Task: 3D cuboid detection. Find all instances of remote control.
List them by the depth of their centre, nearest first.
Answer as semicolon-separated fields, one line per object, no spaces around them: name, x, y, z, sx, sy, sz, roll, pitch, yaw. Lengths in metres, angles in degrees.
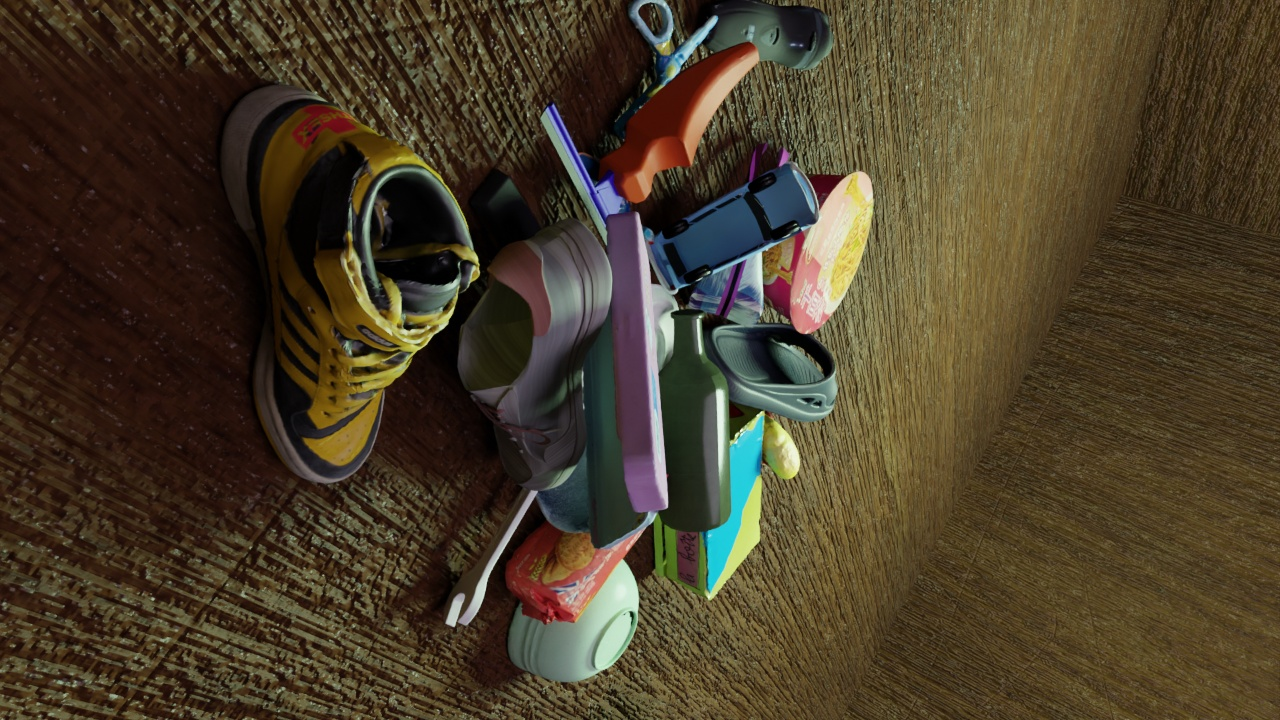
remote control;-0.080;-0.082;0.661;0.032;0.015;0.136;-56;150;-16

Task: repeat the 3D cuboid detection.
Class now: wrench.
wrench;-0.085;0.096;0.747;0.009;0.047;0.273;32;86;-26

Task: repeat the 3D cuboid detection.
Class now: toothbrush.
toothbrush;-0.019;-0.126;0.726;0.021;0.017;0.135;-65;152;-9

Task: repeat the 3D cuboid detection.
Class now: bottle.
bottle;0.048;0.055;0.870;0.071;0.072;0.207;-21;112;-52

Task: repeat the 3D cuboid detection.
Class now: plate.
plate;-0.005;0.005;0.851;0.156;0.014;0.157;-39;142;-40

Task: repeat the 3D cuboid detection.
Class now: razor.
razor;0.108;-0.274;0.772;0.140;0.064;0.053;-13;122;-42

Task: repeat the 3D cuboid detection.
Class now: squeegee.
squeegee;0.021;-0.172;0.689;0.184;0.055;0.250;-46;154;-8

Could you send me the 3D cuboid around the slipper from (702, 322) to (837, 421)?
slipper;0.154;-0.003;0.997;0.083;0.110;0.267;-40;153;24

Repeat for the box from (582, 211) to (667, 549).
box;-0.012;0.014;0.658;0.149;0.051;0.213;116;-26;-55

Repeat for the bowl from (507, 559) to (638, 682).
bowl;-0.053;0.254;0.902;0.150;0.077;0.151;-39;143;-38

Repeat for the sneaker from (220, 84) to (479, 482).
sneaker;-0.148;-0.016;0.492;0.085;0.122;0.239;-33;137;-42

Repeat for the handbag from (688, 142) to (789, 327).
handbag;0.103;-0.124;0.876;0.144;0.068;0.170;84;23;-83

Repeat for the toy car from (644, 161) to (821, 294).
toy car;0.078;-0.111;0.774;0.056;0.154;0.054;64;26;-2

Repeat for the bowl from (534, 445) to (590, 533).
bowl;-0.040;0.093;0.790;0.110;0.110;0.055;-64;174;-2

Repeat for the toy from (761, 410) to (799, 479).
toy;0.142;0.094;1.085;0.067;0.105;0.137;-32;177;-5

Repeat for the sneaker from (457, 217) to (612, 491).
sneaker;-0.089;0.012;0.639;0.089;0.099;0.237;-19;138;-33

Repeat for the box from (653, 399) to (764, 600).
box;0.076;0.149;1.034;0.124;0.082;0.221;-43;141;-36

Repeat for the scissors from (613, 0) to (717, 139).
scissors;0.017;-0.226;0.705;0.125;0.014;0.130;-49;145;-12

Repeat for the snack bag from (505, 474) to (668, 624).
snack bag;-0.051;0.160;0.835;0.176;0.082;0.082;-51;148;-25

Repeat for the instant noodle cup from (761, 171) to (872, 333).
instant noodle cup;0.173;-0.124;0.980;0.178;0.078;0.179;-40;142;-40
